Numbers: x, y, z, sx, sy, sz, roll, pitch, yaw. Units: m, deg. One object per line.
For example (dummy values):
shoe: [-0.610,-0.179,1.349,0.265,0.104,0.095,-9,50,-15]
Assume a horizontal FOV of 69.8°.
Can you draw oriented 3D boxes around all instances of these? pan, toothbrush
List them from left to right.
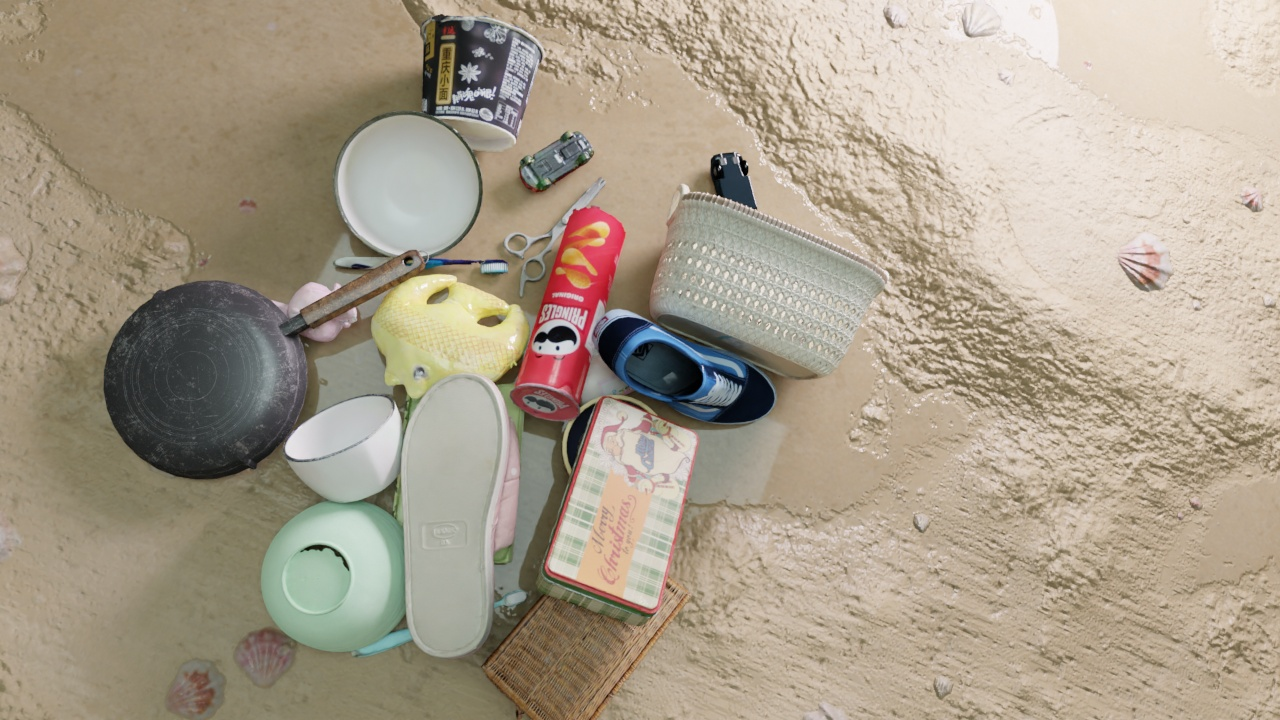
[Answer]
pan: [-0.372,-0.022,0.917,0.357,0.040,0.207,-31,85,-2]
toothbrush: [-0.240,-0.104,1.010,0.189,0.016,0.017,0,74,-11]
toothbrush: [-0.202,0.267,0.930,0.180,0.017,0.016,-16,82,-13]

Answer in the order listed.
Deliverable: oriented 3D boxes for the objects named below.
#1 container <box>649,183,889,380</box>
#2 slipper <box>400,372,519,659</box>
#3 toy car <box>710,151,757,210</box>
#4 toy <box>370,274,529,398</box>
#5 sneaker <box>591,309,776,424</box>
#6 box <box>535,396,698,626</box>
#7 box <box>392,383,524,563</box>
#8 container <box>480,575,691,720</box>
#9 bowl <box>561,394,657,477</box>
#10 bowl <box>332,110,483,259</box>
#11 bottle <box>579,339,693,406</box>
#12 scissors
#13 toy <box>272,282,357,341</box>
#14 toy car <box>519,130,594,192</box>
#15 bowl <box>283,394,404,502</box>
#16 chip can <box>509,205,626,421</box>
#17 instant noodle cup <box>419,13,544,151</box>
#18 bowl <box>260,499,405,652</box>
container: [0.128,-0.078,0.994,0.246,0.185,0.142,22,83,-4]
slipper: [-0.177,0.148,0.896,0.114,0.054,0.274,1,80,7]
toy car: [0.112,-0.194,1.088,0.046,0.034,0.112,-10,78,-13]
toy: [-0.204,-0.024,0.961,0.170,0.065,0.154,25,55,15]
sneaker: [0.060,0.029,0.953,0.241,0.098,0.083,24,106,-33]
box: [-0.017,0.139,0.877,0.117,0.050,0.205,21,53,-4]
box: [-0.188,0.115,0.954,0.141,0.044,0.187,-1,75,11]
container: [-0.056,0.271,0.906,0.113,0.114,0.198,40,71,6]
bowl: [-0.030,0.097,0.978,0.112,0.061,0.112,2,76,-10]
bowl: [-0.244,-0.188,0.985,0.153,0.073,0.153,-1,104,-5]
bottle: [-0.006,0.006,1.010,0.146,0.051,0.051,-22,82,-15]
scissors: [-0.090,-0.142,1.049,0.170,0.014,0.095,-27,81,-12]
toy: [-0.351,-0.046,0.961,0.110,0.047,0.063,-13,76,-5]
toy car: [-0.097,-0.228,1.055,0.091,0.036,0.042,-35,86,-17]
bowl: [-0.285,0.090,0.910,0.116,0.116,0.066,-26,118,-15]
chip can: [-0.072,-0.054,0.974,0.073,0.073,0.232,17,61,-6]
instant noodle cup: [-0.181,-0.299,1.012,0.137,0.137,0.112,8,84,-9]
bowl: [-0.298,0.207,0.881,0.151,0.077,0.150,0,80,0]
